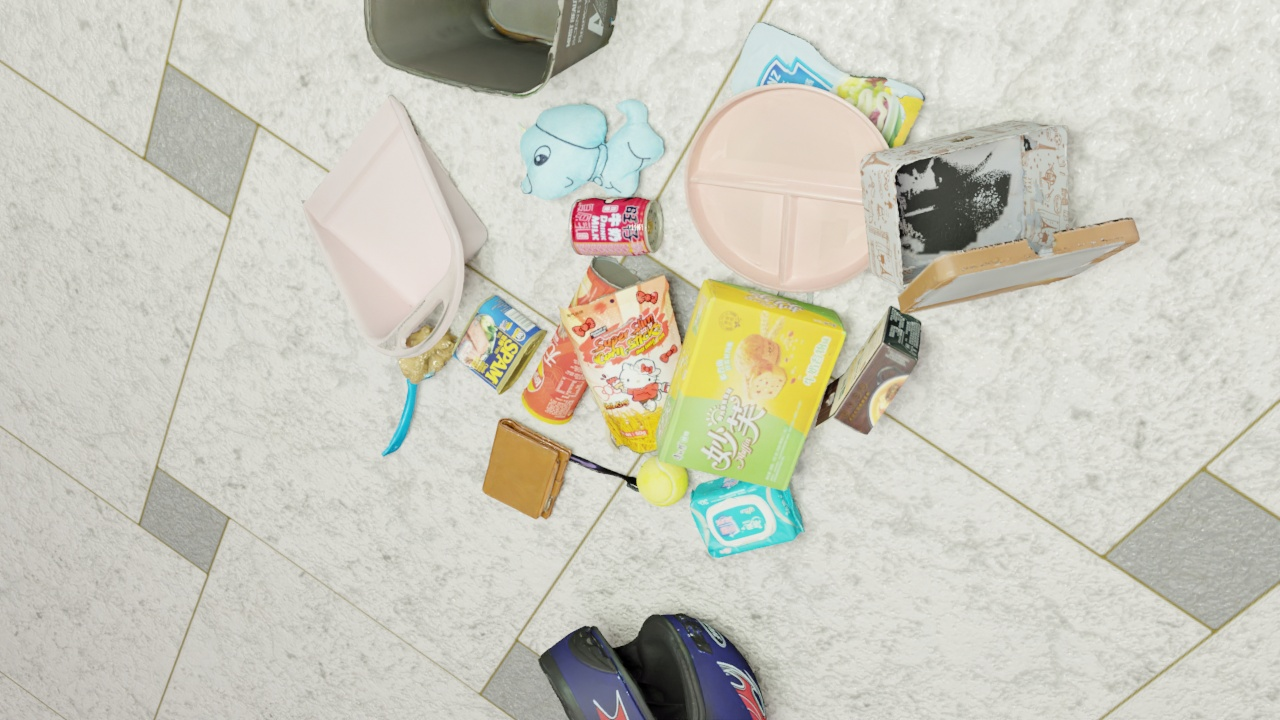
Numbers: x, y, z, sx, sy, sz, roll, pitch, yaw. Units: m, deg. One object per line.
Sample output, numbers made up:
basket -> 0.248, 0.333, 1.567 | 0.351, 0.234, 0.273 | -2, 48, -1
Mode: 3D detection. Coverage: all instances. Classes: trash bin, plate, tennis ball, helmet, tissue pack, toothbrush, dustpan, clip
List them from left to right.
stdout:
dustpan -> -0.309, -0.147, 1.111 | 0.273, 0.138, 0.223 | 46, 120, -4
trash bin -> -0.124, -0.378, 0.895 | 0.199, 0.219, 0.199 | 17, 117, 13
toothbrush -> -0.075, 0.138, 1.223 | 0.189, 0.014, 0.017 | 21, 142, 12
clip -> -0.032, 0.068, 1.161 | 0.035, 0.071, 0.100 | -11, 114, 29
tennis ball -> 0.028, 0.152, 1.160 | 0.065, 0.065, 0.065 | 8, 115, 17
helmet -> 0.034, 0.448, 1.186 | 0.240, 0.247, 0.315 | -29, 113, -15
tissue pack -> 0.133, 0.189, 1.147 | 0.134, 0.050, 0.093 | -22, 103, 26
plate -> 0.157, -0.178, 0.964 | 0.230, 0.028, 0.230 | 14, 126, 19

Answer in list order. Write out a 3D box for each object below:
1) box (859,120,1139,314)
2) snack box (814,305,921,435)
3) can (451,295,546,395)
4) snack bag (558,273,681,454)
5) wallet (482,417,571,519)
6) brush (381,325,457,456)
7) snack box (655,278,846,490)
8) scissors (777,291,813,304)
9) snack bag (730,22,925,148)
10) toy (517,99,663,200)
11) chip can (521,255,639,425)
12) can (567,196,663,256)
box -> 0.319, -0.119, 0.830 | 0.182, 0.187, 0.155 | -15, 109, -6
snack box -> 0.248, 0.016, 0.993 | 0.053, 0.113, 0.126 | 29, 120, 5
can -> -0.181, -0.021, 1.167 | 0.083, 0.057, 0.102 | 37, 119, 4
snack bag -> -0.006, 0.006, 1.079 | 0.128, 0.073, 0.208 | -18, 122, 0
wallet -> -0.156, 0.149, 1.240 | 0.108, 0.031, 0.132 | 25, 127, 9
brush -> -0.309, 0.047, 1.242 | 0.046, 0.083, 0.255 | 43, 128, 18
snack box -> 0.119, 0.029, 1.034 | 0.157, 0.070, 0.210 | 14, 111, -8
scissors -> 0.178, -0.143, 1.007 | 0.156, 0.012, 0.166 | 45, 121, -5
snack bag -> 0.182, -0.260, 0.941 | 0.191, 0.038, 0.111 | 26, 127, 9
toy -> -0.066, -0.237, 1.032 | 0.156, 0.049, 0.161 | 40, 104, 9
chip can -> -0.074, -0.021, 1.118 | 0.073, 0.073, 0.217 | 32, 120, 4
can -> -0.027, -0.152, 1.046 | 0.094, 0.066, 0.066 | 3, 113, 19
